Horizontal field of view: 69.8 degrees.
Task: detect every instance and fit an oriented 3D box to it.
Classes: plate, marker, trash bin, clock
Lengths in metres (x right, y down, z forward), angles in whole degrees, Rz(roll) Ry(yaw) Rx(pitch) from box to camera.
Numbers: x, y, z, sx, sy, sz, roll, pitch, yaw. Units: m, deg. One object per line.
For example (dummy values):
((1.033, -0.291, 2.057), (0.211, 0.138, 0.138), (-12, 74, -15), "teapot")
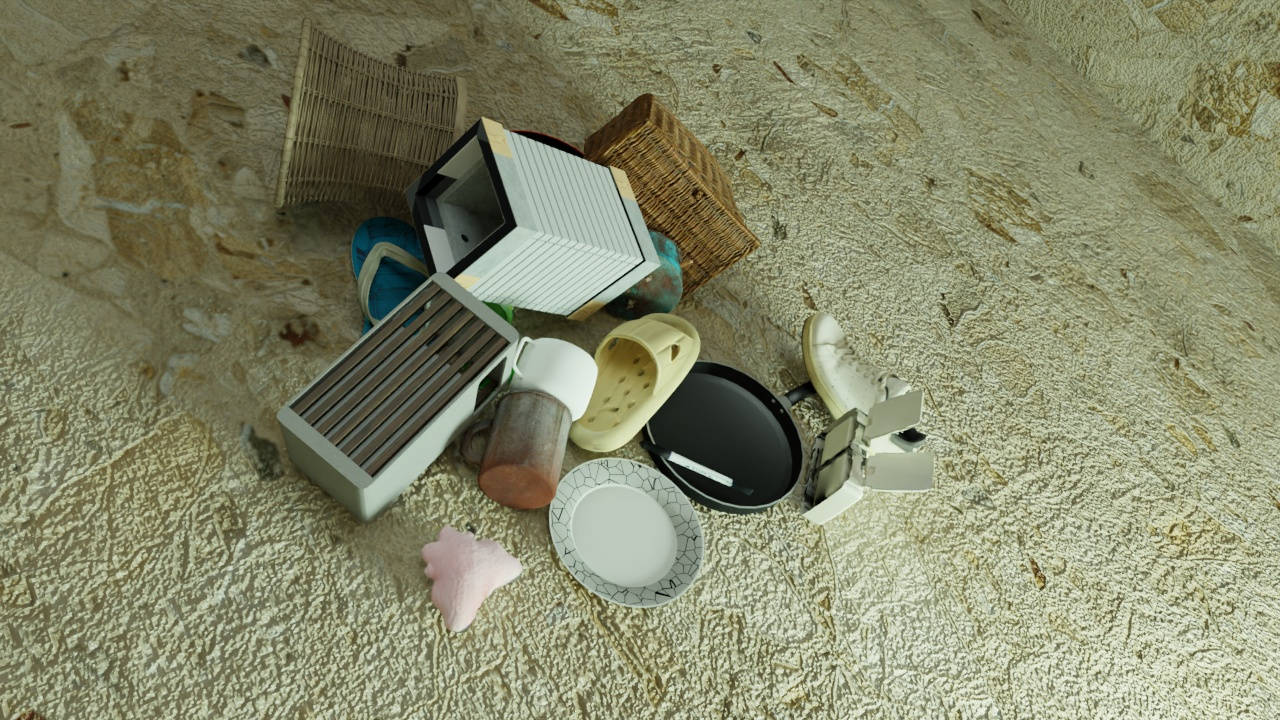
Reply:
((-0.016, 0.197, 1.053), (0.188, 0.016, 0.188), (14, 48, -17), "plate")
((0.067, 0.130, 1.113), (0.152, 0.011, 0.011), (25, 46, -7), "marker")
((-0.123, -0.157, 1.097), (0.246, 0.143, 0.142), (7, 57, -51), "trash bin")
((-0.247, 0.038, 0.959), (0.114, 0.115, 0.228), (38, 61, 6), "trash bin")
((-0.018, -0.117, 1.247), (0.157, 0.122, 0.073), (13, 44, -9), "clock")

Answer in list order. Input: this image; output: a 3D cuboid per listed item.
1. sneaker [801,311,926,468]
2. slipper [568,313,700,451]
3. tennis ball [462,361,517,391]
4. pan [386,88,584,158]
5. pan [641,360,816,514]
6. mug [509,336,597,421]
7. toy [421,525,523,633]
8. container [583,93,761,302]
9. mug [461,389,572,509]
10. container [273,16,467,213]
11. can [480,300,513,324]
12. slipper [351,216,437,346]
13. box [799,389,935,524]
((0.310, 0.034, 1.260), (0.088, 0.103, 0.241), (-23, 84, -47), "sneaker")
((-0.007, 0.007, 1.152), (0.111, 0.079, 0.260), (14, 46, 23), "slipper")
((-0.180, 0.005, 1.095), (0.065, 0.066, 0.065), (14, 48, -17), "tennis ball")
((-0.210, -0.285, 1.323), (0.356, 0.067, 0.208), (27, 45, -4), "pan")
((0.154, 0.079, 1.229), (0.355, 0.034, 0.225), (-22, 65, -38), "pan")
((-0.108, 0.020, 1.075), (0.115, 0.094, 0.068), (45, 51, -40), "mug")
((-0.180, 0.214, 0.930), (0.093, 0.050, 0.102), (41, 49, 5), "toy")
((0.028, -0.246, 1.306), (0.250, 0.163, 0.182), (42, 30, -29), "container")
((-0.144, 0.100, 1.029), (0.123, 0.096, 0.110), (-2, 43, 11), "mug")
((-0.337, -0.285, 1.146), (0.196, 0.228, 0.226), (9, 50, -23), "container")
((-0.201, -0.108, 1.167), (0.083, 0.083, 0.143), (12, 49, -18), "can")
((-0.290, -0.078, 1.115), (0.118, 0.060, 0.294), (9, 49, -25), "slipper")
((0.283, 0.125, 1.164), (0.066, 0.186, 0.145), (46, 44, -24), "box")
